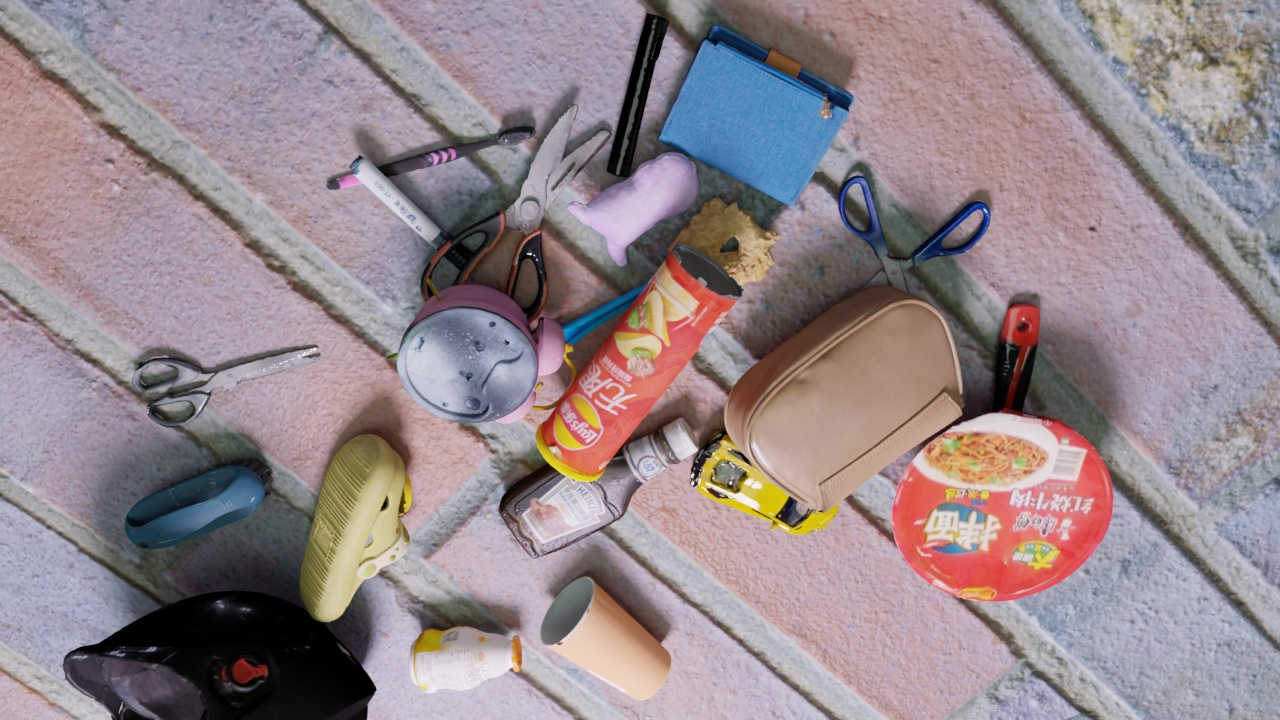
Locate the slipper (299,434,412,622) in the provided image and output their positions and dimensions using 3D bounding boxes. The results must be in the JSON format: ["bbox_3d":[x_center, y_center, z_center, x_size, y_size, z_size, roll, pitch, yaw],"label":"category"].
[{"bbox_3d":[-0.265,0.160,0.877,0.081,0.092,0.191,12,106,-44],"label":"slipper"}]

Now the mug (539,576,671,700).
[{"bbox_3d":[-0.031,0.284,0.919,0.078,0.078,0.123,-42,109,14],"label":"mug"}]

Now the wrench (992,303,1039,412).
[{"bbox_3d":[0.348,0.077,0.870,0.056,0.016,0.274,-4,110,1],"label":"wrench"}]

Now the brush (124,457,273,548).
[{"bbox_3d":[-0.423,0.141,0.865,0.144,0.073,0.055,-21,104,8],"label":"brush"}]

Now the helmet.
[{"bbox_3d":[-0.385,0.328,0.856,0.234,0.229,0.275,-27,105,36],"label":"helmet"}]

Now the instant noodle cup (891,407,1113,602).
[{"bbox_3d":[0.325,0.124,0.846,0.194,0.065,0.194,2,112,4],"label":"instant noodle cup"}]

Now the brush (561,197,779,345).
[{"bbox_3d":[0.003,-0.059,0.813,0.255,0.045,0.083,-29,112,14],"label":"brush"}]

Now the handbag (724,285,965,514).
[{"bbox_3d":[0.179,0.032,0.804,0.204,0.099,0.148,-35,109,0],"label":"handbag"}]

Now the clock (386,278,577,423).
[{"bbox_3d":[-0.130,-0.001,0.795,0.158,0.059,0.117,25,118,-19],"label":"clock"}]

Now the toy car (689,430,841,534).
[{"bbox_3d":[0.122,0.119,0.874,0.156,0.041,0.071,26,109,-10],"label":"toy car"}]

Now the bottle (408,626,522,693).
[{"bbox_3d":[-0.176,0.301,0.930,0.108,0.063,0.063,-6,110,3],"label":"bottle"}]

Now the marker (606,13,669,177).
[{"bbox_3d":[-0.002,-0.217,0.759,0.022,0.020,0.132,30,114,35],"label":"marker"}]

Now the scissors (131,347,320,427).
[{"bbox_3d":[-0.381,0.023,0.856,0.174,0.014,0.137,18,108,-9],"label":"scissors"}]

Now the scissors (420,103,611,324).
[{"bbox_3d":[-0.101,-0.110,0.794,0.195,0.015,0.216,-14,116,-7],"label":"scissors"}]

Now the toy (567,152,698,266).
[{"bbox_3d":[0.003,-0.132,0.780,0.108,0.039,0.084,-35,134,7],"label":"toy"}]

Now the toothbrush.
[{"bbox_3d":[-0.180,-0.170,0.779,0.189,0.017,0.014,-13,111,6],"label":"toothbrush"}]

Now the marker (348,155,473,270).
[{"bbox_3d":[-0.195,-0.126,0.790,0.022,0.018,0.130,-43,110,5],"label":"marker"}]

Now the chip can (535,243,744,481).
[{"bbox_3d":[-0.005,0.005,0.781,0.073,0.073,0.217,33,112,-11],"label":"chip can"}]

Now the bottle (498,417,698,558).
[{"bbox_3d":[-0.037,0.115,0.871,0.195,0.044,0.080,-29,105,10],"label":"bottle"}]

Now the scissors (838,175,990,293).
[{"bbox_3d":[0.224,-0.092,0.810,0.173,0.012,0.162,-41,108,15],"label":"scissors"}]

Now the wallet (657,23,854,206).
[{"bbox_3d":[0.094,-0.201,0.756,0.133,0.040,0.107,24,117,-9],"label":"wallet"}]
